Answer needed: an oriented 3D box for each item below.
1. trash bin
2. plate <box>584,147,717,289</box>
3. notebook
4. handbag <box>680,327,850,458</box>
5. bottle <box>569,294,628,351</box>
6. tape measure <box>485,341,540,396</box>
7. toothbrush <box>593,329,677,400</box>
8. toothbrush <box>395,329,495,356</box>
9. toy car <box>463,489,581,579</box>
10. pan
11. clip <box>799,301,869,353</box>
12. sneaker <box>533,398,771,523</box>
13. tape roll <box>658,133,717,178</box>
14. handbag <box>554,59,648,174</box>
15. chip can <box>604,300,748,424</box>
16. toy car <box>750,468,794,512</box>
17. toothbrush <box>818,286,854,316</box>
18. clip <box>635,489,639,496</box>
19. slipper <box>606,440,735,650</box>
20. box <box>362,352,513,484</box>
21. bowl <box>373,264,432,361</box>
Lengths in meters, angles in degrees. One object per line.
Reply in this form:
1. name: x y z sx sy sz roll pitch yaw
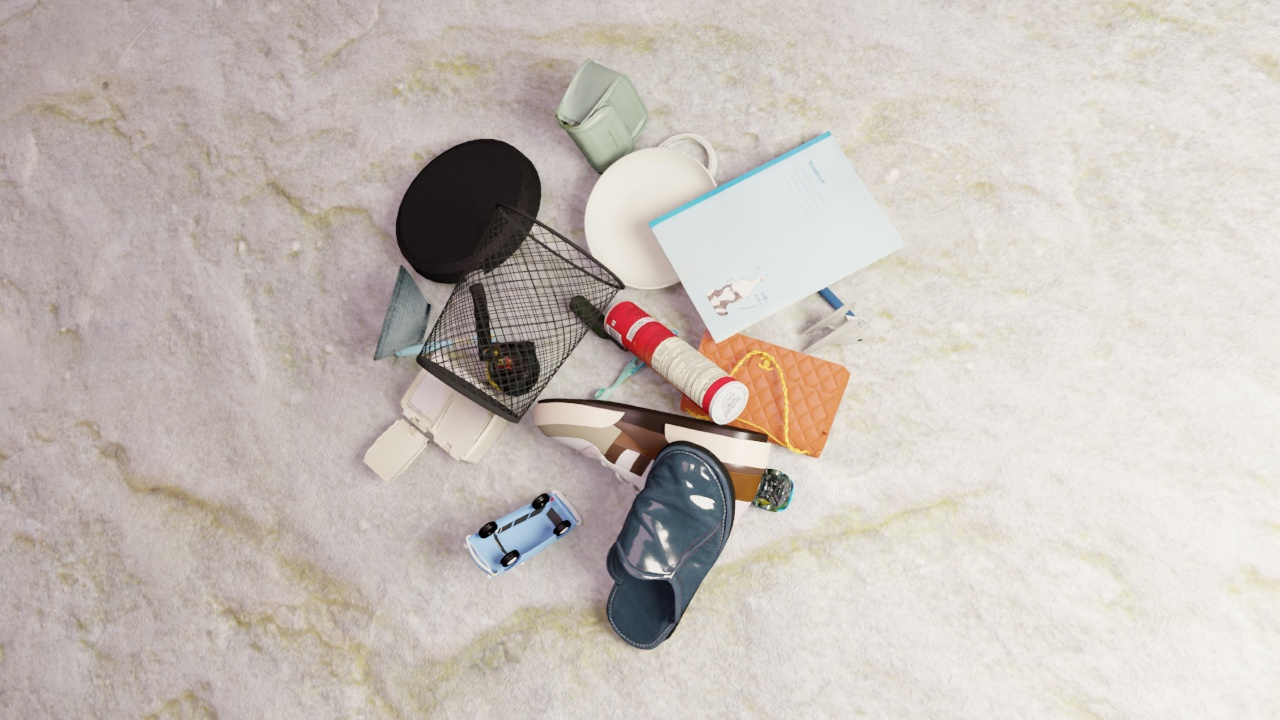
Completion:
1. trash bin: -0.152 -0.050 1.105 0.184 0.184 0.210 31 87 26
2. plate: 0.018 -0.179 1.173 0.182 0.034 0.182 -2 84 19
3. notebook: 0.160 -0.152 1.098 0.253 0.009 0.181 -28 70 -2
4. handbag: 0.139 0.035 1.062 0.172 0.060 0.109 19 86 25
5. bottle: -0.052 -0.046 1.178 0.025 0.025 0.106 -48 64 3
6. tape measure: -0.167 0.009 1.201 0.071 0.042 0.072 -3 69 13
7. toothbrush: -0.007 0.007 1.150 0.135 0.017 0.022 -41 61 6
8. toothbrush: -0.271 -0.022 1.265 0.155 0.016 0.022 -9 112 19
9. toy car: -0.140 0.207 1.085 0.056 0.153 0.055 48 132 17
10. pan: -0.234 -0.157 1.257 0.226 0.034 0.355 -20 61 15
11. clip: 0.231 -0.026 1.044 0.059 0.102 0.052 21 65 -15
12. sneaker: 0.002 0.116 1.055 0.294 0.111 0.116 10 91 24
13. tape roll: 0.055 -0.253 1.203 0.093 0.013 0.093 -6 72 20
14. handbag: -0.048 -0.317 1.204 0.067 0.122 0.106 29 84 24
15. chip can: 0.036 -0.003 1.074 0.052 0.052 0.215 -52 48 1
16. toy car: 0.125 0.141 1.050 0.105 0.032 0.048 11 80 30
17. toothbrush: 0.198 -0.106 1.102 0.014 0.014 0.167 -46 65 16
18. clip: 0.002 0.184 1.091 0.120 0.030 0.130 28 85 22
19. slipper: 0.018 0.214 0.982 0.109 0.083 0.266 28 114 19
20. box: -0.272 0.095 1.215 0.143 0.044 0.184 34 89 26
21. bowl: -0.321 -0.058 1.262 0.057 0.137 0.137 16 78 -16
